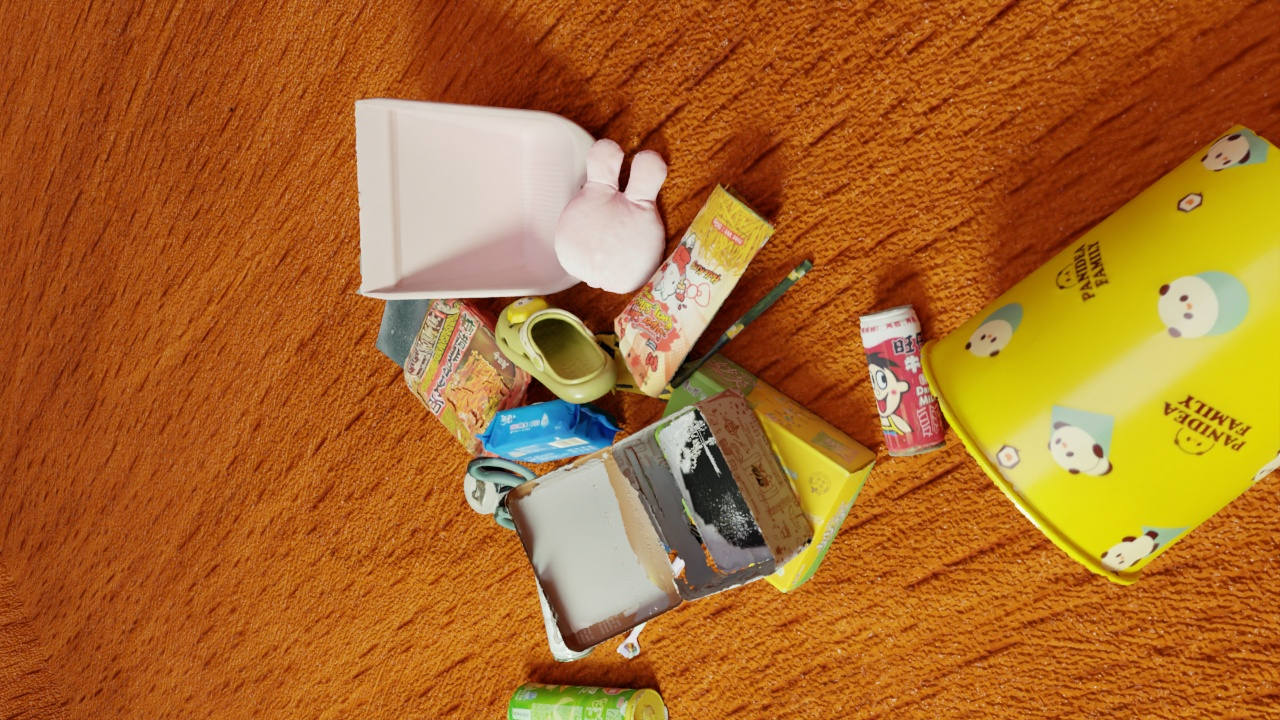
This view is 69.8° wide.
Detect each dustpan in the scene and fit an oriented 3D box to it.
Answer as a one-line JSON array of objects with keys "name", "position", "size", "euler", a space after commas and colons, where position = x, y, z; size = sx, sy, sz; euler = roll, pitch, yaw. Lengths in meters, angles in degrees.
[{"name": "dustpan", "position": [-0.171, -0.177, 1.018], "size": [0.139, 0.272, 0.223], "euler": [25, 119, 57]}]

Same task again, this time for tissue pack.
[{"name": "tissue pack", "position": [-0.108, 0.081, 1.077], "size": [0.157, 0.095, 0.052], "euler": [-13, 67, 23]}]

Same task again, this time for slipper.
[{"name": "slipper", "position": [-0.096, -0.027, 1.028], "size": [0.190, 0.091, 0.082], "euler": [40, 149, 41]}]

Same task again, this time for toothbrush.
[{"name": "toothbrush", "position": [0.020, 0.285, 1.089], "size": [0.190, 0.029, 0.021], "euler": [-64, 26, 26]}, {"name": "toothbrush", "position": [0.098, -0.037, 0.918], "size": [0.186, 0.012, 0.017], "euler": [-42, 54, 8]}]

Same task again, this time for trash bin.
[{"name": "trash bin", "position": [0.374, -0.009, 0.649], "size": [0.256, 0.229, 0.229], "euler": [-47, 72, 27]}]

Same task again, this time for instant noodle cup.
[{"name": "instant noodle cup", "position": [-0.205, 0.015, 1.159], "size": [0.189, 0.078, 0.165], "euler": [43, 122, 22]}]

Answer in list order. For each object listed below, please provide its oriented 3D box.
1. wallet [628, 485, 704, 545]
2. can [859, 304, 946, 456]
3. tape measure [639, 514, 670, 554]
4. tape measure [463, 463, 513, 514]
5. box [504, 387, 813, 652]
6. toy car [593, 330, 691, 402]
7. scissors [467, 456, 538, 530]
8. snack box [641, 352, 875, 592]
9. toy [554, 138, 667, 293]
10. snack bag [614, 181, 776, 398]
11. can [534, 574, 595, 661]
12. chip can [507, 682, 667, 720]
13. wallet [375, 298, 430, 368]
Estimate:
[{"name": "wallet", "position": [0.015, 0.161, 1.027], "size": [0.122, 0.096, 0.020], "euler": [36, 81, 24]}, {"name": "can", "position": [0.241, 0.018, 0.847], "size": [0.053, 0.053, 0.133], "euler": [-12, 93, 37]}, {"name": "tape measure", "position": [0.011, 0.207, 1.075], "size": [0.058, 0.025, 0.055], "euler": [46, 125, 23]}, {"name": "tape measure", "position": [-0.202, 0.170, 1.219], "size": [0.066, 0.033, 0.066], "euler": [25, 113, 32]}, {"name": "box", "position": [0.015, 0.157, 0.910], "size": [0.274, 0.124, 0.178], "euler": [-27, 83, 16]}, {"name": "toy car", "position": [-0.006, 0.006, 1.035], "size": [0.156, 0.041, 0.071], "euler": [9, 103, 37]}, {"name": "scissors", "position": [-0.144, 0.161, 1.136], "size": [0.173, 0.019, 0.179], "euler": [-19, 126, 37]}, {"name": "snack box", "position": [0.113, 0.112, 0.952], "size": [0.210, 0.069, 0.158], "euler": [34, 118, 26]}, {"name": "toy", "position": [-0.026, -0.154, 0.994], "size": [0.121, 0.054, 0.160], "euler": [16, 105, -1]}, {"name": "snack bag", "position": [0.048, -0.075, 0.930], "size": [0.208, 0.073, 0.128], "euler": [-52, 38, 18]}, {"name": "can", "position": [-0.097, 0.298, 1.154], "size": [0.058, 0.058, 0.147], "euler": [-8, 94, 37]}, {"name": "chip can", "position": [-0.073, 0.448, 1.160], "size": [0.222, 0.072, 0.072], "euler": [-12, 92, 37]}, {"name": "wallet", "position": [-0.324, -0.047, 1.272], "size": [0.097, 0.019, 0.121], "euler": [33, 116, 27]}]
